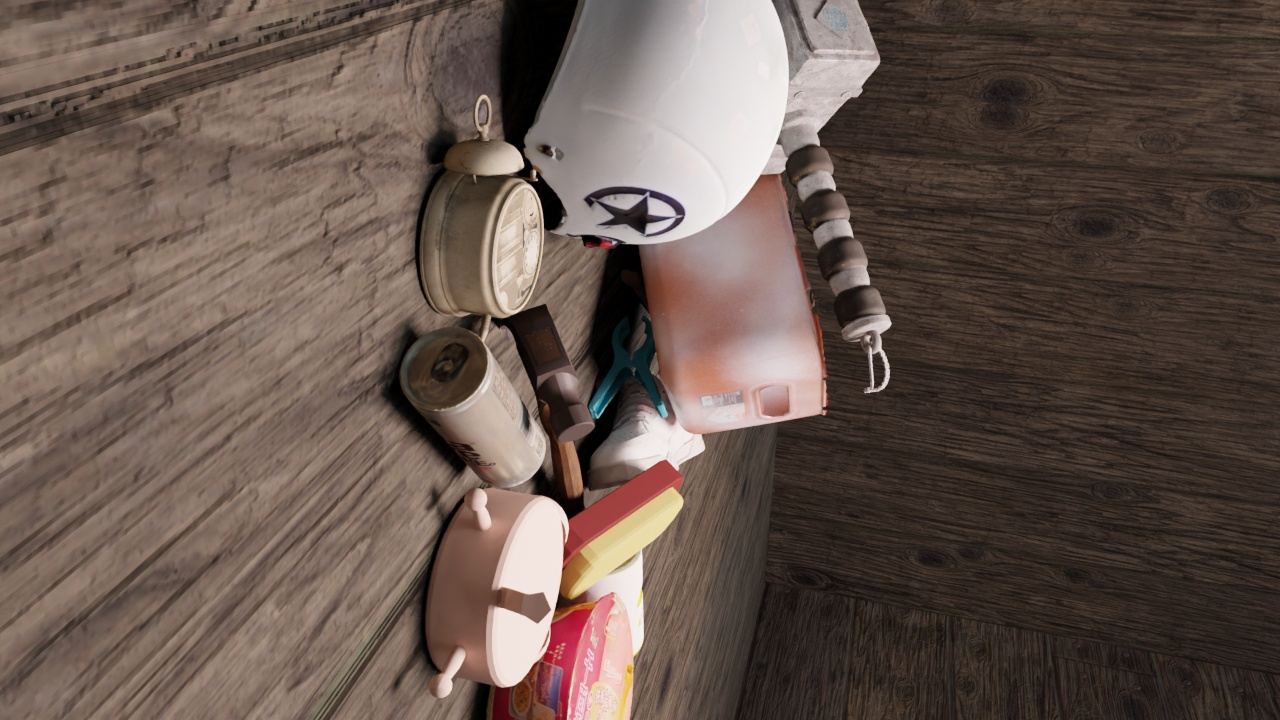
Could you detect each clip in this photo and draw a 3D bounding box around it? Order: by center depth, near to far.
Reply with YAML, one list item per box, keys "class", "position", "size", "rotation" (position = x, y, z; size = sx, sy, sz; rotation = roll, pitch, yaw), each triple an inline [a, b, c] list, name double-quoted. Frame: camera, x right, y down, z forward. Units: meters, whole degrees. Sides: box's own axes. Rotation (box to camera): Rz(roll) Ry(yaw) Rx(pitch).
- class: "clip"
  position: [-0.019, 0.006, 0.930]
  size: [0.027, 0.104, 0.120]
  rotation: [82, 13, -53]

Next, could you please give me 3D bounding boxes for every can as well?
- class: "can"
  position: [-0.100, 0.034, 0.572]
  size: [0.136, 0.054, 0.054]
  rotation: [70, 30, -62]

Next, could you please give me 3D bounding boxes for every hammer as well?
- class: "hammer"
  position: [-0.061, 0.069, 0.719]
  size: [0.324, 0.033, 0.115]
  rotation: [89, -22, -60]
- class: "hammer"
  position: [0.153, -0.132, 0.770]
  size: [0.177, 0.079, 0.326]
  rotation: [-46, -124, 60]

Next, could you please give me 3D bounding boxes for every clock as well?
- class: "clock"
  position: [-0.089, -0.087, 0.551]
  size: [0.092, 0.055, 0.141]
  rotation: [-57, 153, -61]
- class: "clock"
  position: [-0.088, 0.160, 0.645]
  size: [0.160, 0.086, 0.131]
  rotation: [58, 41, -79]

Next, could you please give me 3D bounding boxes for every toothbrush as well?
- class: "toothbrush"
  position: [0.004, -0.075, 1.024]
  size: [0.167, 0.016, 0.016]
  rotation: [41, 56, -75]

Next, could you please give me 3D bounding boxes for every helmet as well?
- class: "helmet"
  position: [0.029, -0.197, 0.707]
  size: [0.264, 0.164, 0.236]
  rotation: [70, 35, -75]

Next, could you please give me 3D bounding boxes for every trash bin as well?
- class: "trash bin"
  position: [0.087, -0.070, 0.942]
  size: [0.182, 0.157, 0.259]
  rotation: [65, 15, -65]

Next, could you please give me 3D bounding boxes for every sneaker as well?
- class: "sneaker"
  position: [-0.001, 0.067, 0.968]
  size: [0.236, 0.090, 0.104]
  rotation: [-16, 91, -67]

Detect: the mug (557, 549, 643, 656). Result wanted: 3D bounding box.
- class: "mug"
  position: [-0.038, 0.222, 0.867]
  size: [0.082, 0.083, 0.106]
  rotation: [-57, 150, -61]

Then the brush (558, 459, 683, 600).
- class: "brush"
  position: [-0.024, 0.150, 0.798]
  size: [0.173, 0.042, 0.082]
  rotation: [-27, 156, -45]

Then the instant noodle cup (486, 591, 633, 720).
- class: "instant noodle cup"
  position: [-0.067, 0.282, 0.766]
  size: [0.178, 0.078, 0.178]
  rotation: [2, 89, -74]
